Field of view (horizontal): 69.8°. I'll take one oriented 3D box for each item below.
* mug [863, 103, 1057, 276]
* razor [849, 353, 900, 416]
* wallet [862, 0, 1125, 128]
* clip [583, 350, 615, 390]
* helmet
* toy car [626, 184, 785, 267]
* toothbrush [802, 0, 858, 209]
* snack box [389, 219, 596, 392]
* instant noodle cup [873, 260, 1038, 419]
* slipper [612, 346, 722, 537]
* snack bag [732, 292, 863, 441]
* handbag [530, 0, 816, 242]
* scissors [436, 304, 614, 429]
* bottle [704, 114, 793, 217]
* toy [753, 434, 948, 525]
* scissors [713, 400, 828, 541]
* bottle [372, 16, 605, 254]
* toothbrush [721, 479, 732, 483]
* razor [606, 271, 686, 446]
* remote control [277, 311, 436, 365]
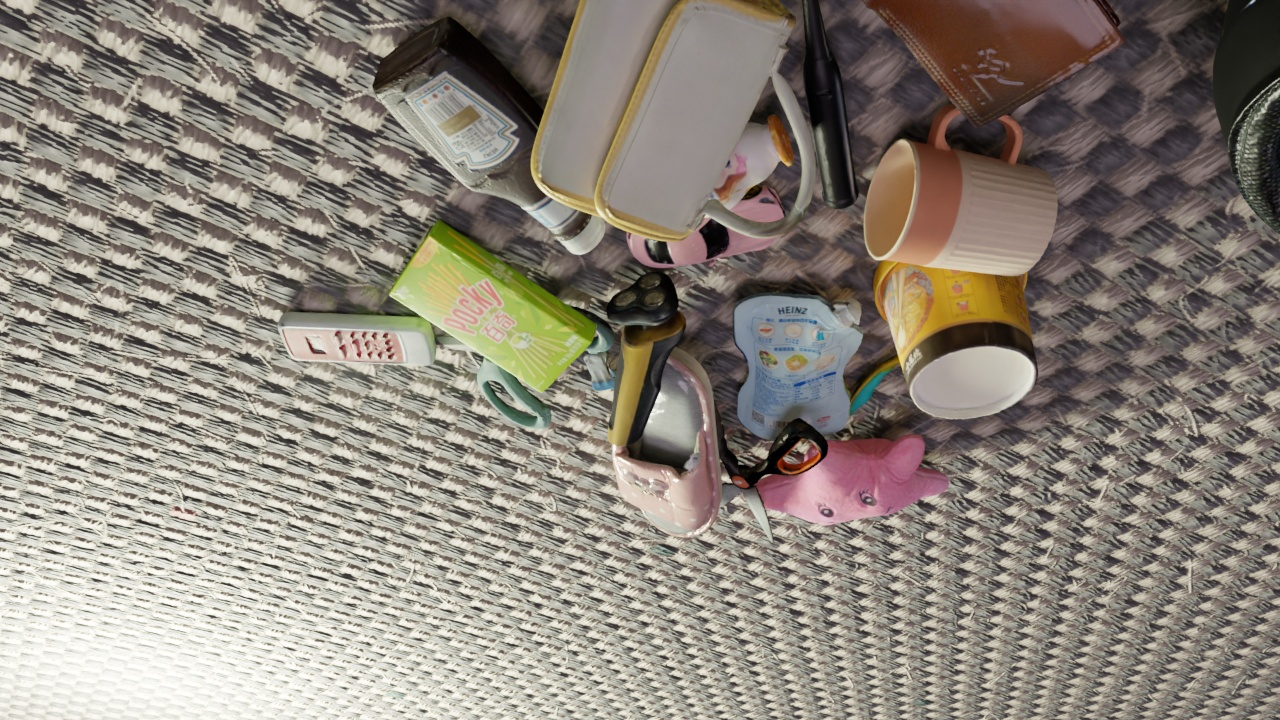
[{"bbox_3d":[0.227,-0.119,0.643,0.106,0.081,0.115,8,111,-9],"label":"mug"},{"bbox_3d":[0.227,0.016,0.840,0.028,0.043,0.133,38,139,-4],"label":"razor"},{"bbox_3d":[0.209,-0.208,0.550,0.124,0.032,0.101,39,134,-22],"label":"wallet"},{"bbox_3d":[-0.039,0.005,0.850,0.026,0.036,0.058,-4,144,11],"label":"clip"},{"bbox_3d":[0.434,-0.165,0.447,0.275,0.229,0.233,-9,155,15],"label":"helmet"},{"bbox_3d":[0.050,-0.099,0.701,0.122,0.037,0.056,-9,141,12],"label":"toy car"},{"bbox_3d":[0.118,-0.180,0.595,0.026,0.027,0.213,6,148,24],"label":"toothbrush"},{"bbox_3d":[-0.122,-0.042,0.762,0.156,0.026,0.086,34,132,-16],"label":"snack box"},{"bbox_3d":[0.250,-0.026,0.719,0.118,0.114,0.119,1,142,1],"label":"instant noodle cup"},{"bbox_3d":[0.023,0.094,0.892,0.114,0.054,0.275,25,141,22],"label":"slipper"},{"bbox_3d":[0.139,0.006,0.825,0.110,0.038,0.191,6,142,12],"label":"snack bag"},{"bbox_3d":[0.033,-0.148,0.563,0.178,0.063,0.164,24,124,-4],"label":"handbag"},{"bbox_3d":[-0.092,0.002,0.829,0.170,0.019,0.171,-6,132,25],"label":"scissors"},{"bbox_3d":[0.050,-0.133,0.637,0.109,0.063,0.063,-19,137,23],"label":"bottle"},{"bbox_3d":[0.202,0.122,0.934,0.195,0.074,0.178,-20,144,26],"label":"toy"},{"bbox_3d":[0.104,0.106,0.905,0.229,0.021,0.221,-18,119,47],"label":"scissors"},{"bbox_3d":[-0.094,-0.145,0.644,0.080,0.044,0.195,-21,136,27],"label":"bottle"},{"bbox_3d":[0.073,0.133,1.003,0.180,0.016,0.016,17,136,-16],"label":"toothbrush"},{"bbox_3d":[-0.005,0.005,0.782,0.067,0.062,0.168,4,127,-12],"label":"razor"},{"bbox_3d":[-0.254,-0.019,0.827,0.136,0.020,0.056,3,140,0],"label":"remote control"}]
